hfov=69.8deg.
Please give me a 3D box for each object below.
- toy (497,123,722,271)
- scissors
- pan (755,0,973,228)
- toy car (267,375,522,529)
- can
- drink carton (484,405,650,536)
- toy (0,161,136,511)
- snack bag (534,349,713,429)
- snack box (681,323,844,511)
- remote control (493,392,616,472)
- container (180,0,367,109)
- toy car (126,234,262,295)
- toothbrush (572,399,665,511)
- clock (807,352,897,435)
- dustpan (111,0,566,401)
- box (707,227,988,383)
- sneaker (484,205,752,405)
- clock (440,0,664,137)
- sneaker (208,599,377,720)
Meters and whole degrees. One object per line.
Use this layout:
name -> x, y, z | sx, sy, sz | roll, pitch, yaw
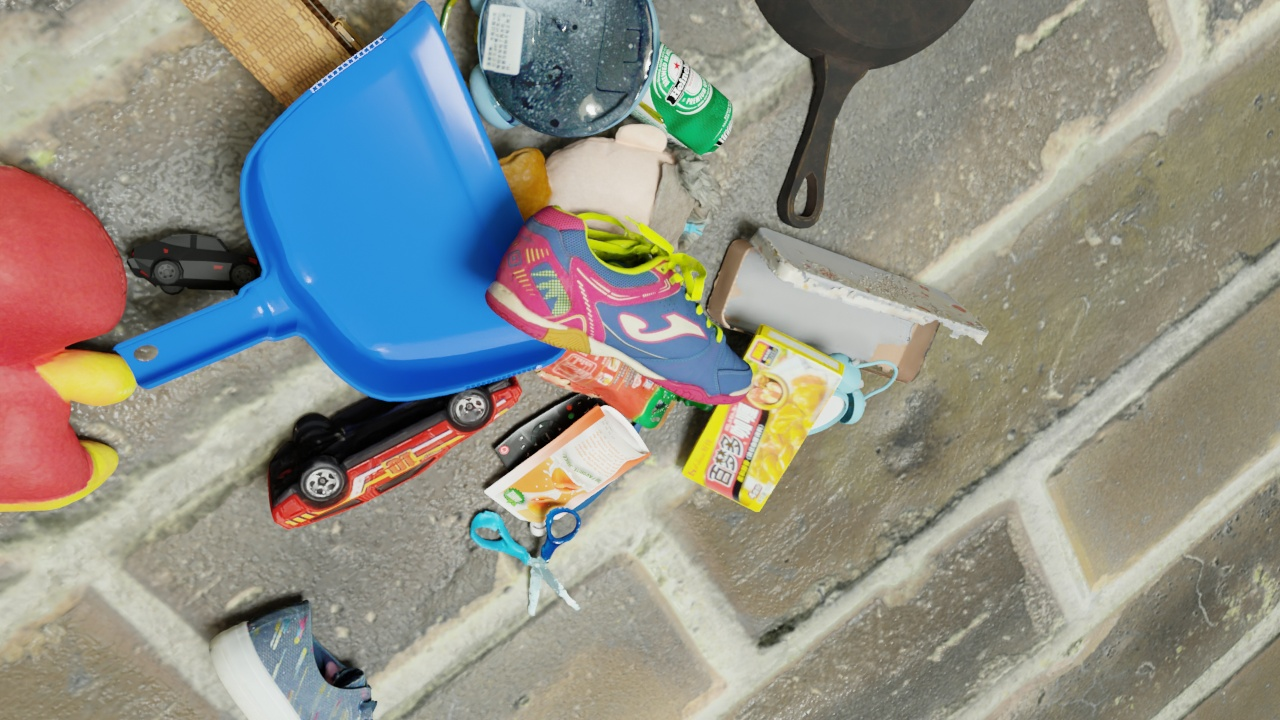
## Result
toy -> -0.029, -0.113, 0.663 | 0.175, 0.076, 0.133 | 10, 120, -25
scissors -> -0.076, 0.164, 0.754 | 0.110, 0.015, 0.132 | -25, 115, 18
pan -> 0.170, -0.275, 0.701 | 0.248, 0.043, 0.356 | 6, 105, -23
toy car -> -0.176, 0.051, 0.656 | 0.189, 0.081, 0.056 | -30, 122, -10
can -> 0.019, -0.192, 0.665 | 0.101, 0.053, 0.053 | 31, 94, -27
drink carton -> -0.059, 0.090, 0.731 | 0.122, 0.038, 0.069 | -37, 122, 14
toy -> -0.383, -0.009, 0.550 | 0.147, 0.099, 0.216 | 1, 112, -30
snack bag -> -0.004, 0.004, 0.723 | 0.155, 0.044, 0.087 | 26, 100, -23
snack box -> 0.097, 0.050, 0.750 | 0.075, 0.025, 0.153 | 26, 121, 2
remote control -> -0.058, 0.048, 0.741 | 0.124, 0.010, 0.039 | -32, 116, -8
container -> -0.223, -0.209, 0.562 | 0.061, 0.063, 0.114 | -40, 117, 4
toy car -> -0.282, -0.063, 0.599 | 0.091, 0.042, 0.036 | 1, 84, -22
toothbrush -> -0.016, 0.075, 0.763 | 0.021, 0.016, 0.132 | 37, 91, -25
clock -> 0.158, 0.026, 0.782 | 0.123, 0.042, 0.087 | -19, 145, 6
dustpan -> -0.200, -0.055, 0.578 | 0.257, 0.059, 0.246 | -23, 120, -3
box -> 0.168, -0.037, 0.769 | 0.216, 0.094, 0.108 | 15, 129, -26
sneaker -> 0.011, -0.034, 0.622 | 0.241, 0.116, 0.091 | 21, 100, -47
clock -> -0.059, -0.208, 0.600 | 0.162, 0.060, 0.118 | 10, 106, 10
sneaker -> -0.237, 0.287, 0.715 | 0.079, 0.087, 0.235 | -31, 113, -15
